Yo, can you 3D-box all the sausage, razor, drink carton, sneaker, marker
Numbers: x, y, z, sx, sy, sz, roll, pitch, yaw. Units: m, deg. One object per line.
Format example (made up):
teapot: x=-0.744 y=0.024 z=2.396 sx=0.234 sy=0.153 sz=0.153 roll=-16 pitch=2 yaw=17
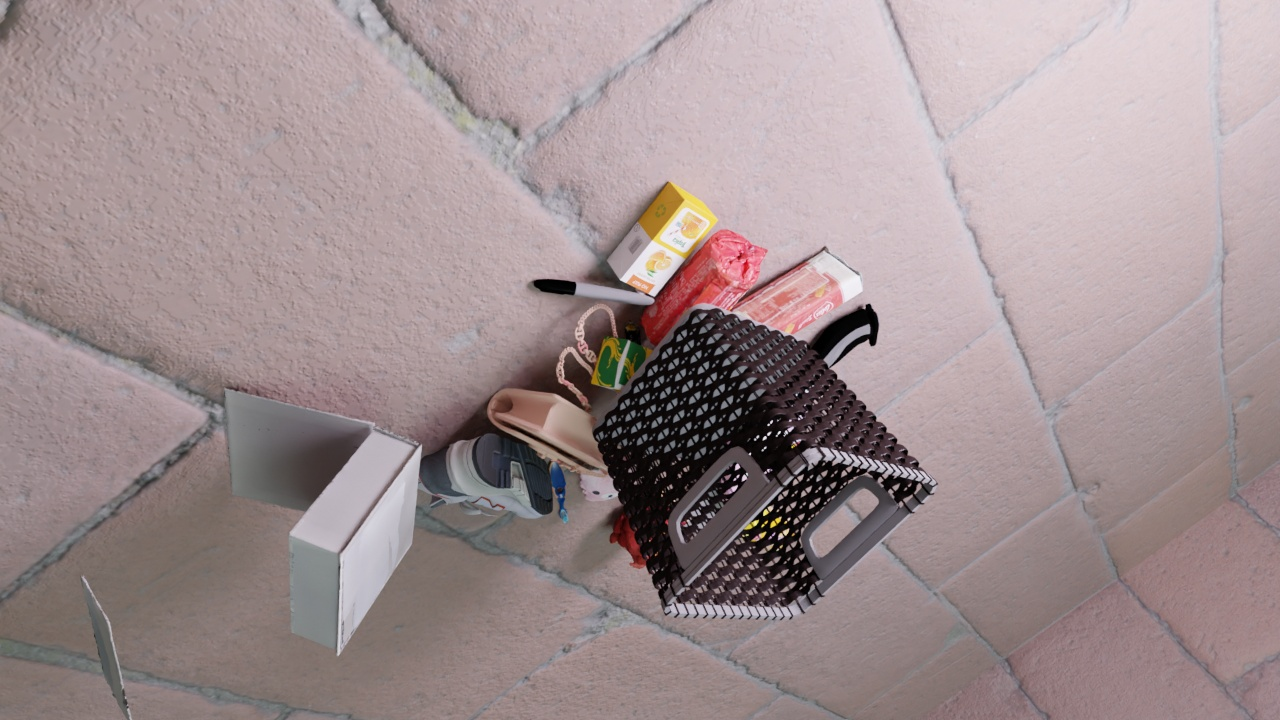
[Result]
sausage: x=-0.007 y=0.007 z=1.171 sx=0.020 sy=0.020 sz=0.155 roll=-19 pitch=137 yaw=-15
razor: x=0.271 y=-0.017 z=1.297 sx=0.156 sy=0.057 sz=0.060 roll=-34 pitch=111 yaw=14
drink carton: x=0.022 y=-0.133 z=1.037 sx=0.058 sy=0.040 sz=0.123 roll=22 pitch=116 yaw=-43
sneaker: x=-0.201 y=0.148 z=1.144 sx=0.124 sy=0.088 sz=0.240 roll=-11 pitch=158 yaw=12
drink carton: x=0.004 y=0.017 z=1.101 sx=0.122 sy=0.041 sz=0.058 roll=21 pitch=83 yaw=-44
marker: x=-0.052 y=-0.076 z=1.038 sx=0.138 sy=0.016 sz=0.022 roll=8 pitch=156 yaw=-12

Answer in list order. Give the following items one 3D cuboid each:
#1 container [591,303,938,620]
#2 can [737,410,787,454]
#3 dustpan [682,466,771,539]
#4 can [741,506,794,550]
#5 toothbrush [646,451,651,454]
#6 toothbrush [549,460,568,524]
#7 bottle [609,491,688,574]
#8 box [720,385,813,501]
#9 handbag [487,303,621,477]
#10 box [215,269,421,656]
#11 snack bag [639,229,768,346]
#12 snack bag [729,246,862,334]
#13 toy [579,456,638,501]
container: x=0.122 y=0.114 z=1.031 sx=0.245 sy=0.243 sz=0.248 roll=16 pitch=122 yaw=-43
can: x=0.142 y=0.068 z=1.244 sx=0.067 sy=0.121 sz=0.067 roll=-17 pitch=137 yaw=-17
dustpan: x=0.123 y=0.243 z=1.475 sx=0.163 sy=0.033 sz=0.258 roll=9 pitch=115 yaw=-37
can: x=0.193 y=0.263 z=1.465 sx=0.068 sy=0.067 sz=0.105 roll=-45 pitch=135 yaw=14
toothbrush: x=0.089 y=0.108 z=1.329 sx=0.186 sy=0.017 sz=0.012 roll=-15 pitch=137 yaw=-20
toothbrush: x=-0.112 y=0.185 z=1.281 sx=0.021 sy=0.017 sz=0.135 roll=-21 pitch=138 yaw=-16
bottle: x=0.012 y=0.254 z=1.365 sx=0.111 sy=0.099 sz=0.099 roll=-44 pitch=138 yaw=6
box: x=0.192 y=0.132 z=1.377 sx=0.153 sy=0.041 sz=0.202 roll=-19 pitch=139 yaw=-19
handbag: x=-0.071 y=0.042 z=1.146 sx=0.198 sy=0.117 sz=0.187 roll=35 pitch=74 yaw=-42
box: x=-0.372 y=0.091 z=1.021 sx=0.164 sy=0.446 sz=0.167 roll=-14 pitch=137 yaw=-34
snack bag: x=0.069 y=-0.077 z=1.074 sx=0.082 sy=0.082 sz=0.177 roll=10 pitch=136 yaw=-38
snack bag: x=0.168 y=-0.060 z=1.151 sx=0.225 sy=0.077 sz=0.041 roll=-30 pitch=134 yaw=-11
toy: x=-0.048 y=0.168 z=1.280 sx=0.099 sy=0.052 sz=0.096 roll=-2 pitch=143 yaw=-26
